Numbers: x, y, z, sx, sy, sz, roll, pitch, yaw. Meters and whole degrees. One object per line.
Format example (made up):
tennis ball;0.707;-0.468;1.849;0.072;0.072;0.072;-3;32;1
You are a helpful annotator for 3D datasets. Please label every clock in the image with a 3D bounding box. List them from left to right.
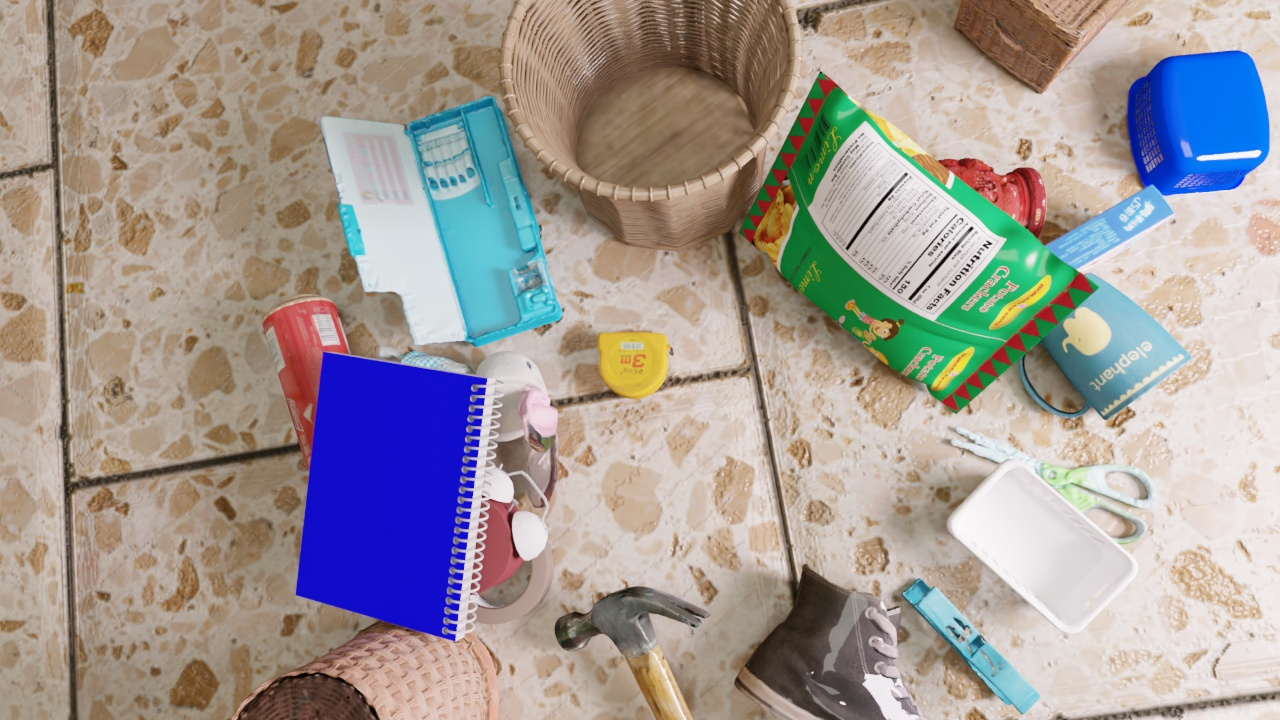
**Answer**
clock;-0.131;0.145;0.767;0.124;0.044;0.087;-41;79;8

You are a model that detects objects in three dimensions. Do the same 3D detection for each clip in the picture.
clip;0.265;0.227;0.723;0.028;0.113;0.127;-43;91;1

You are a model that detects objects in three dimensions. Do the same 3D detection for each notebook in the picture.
notebook;-0.199;0.107;0.751;0.172;0.022;0.209;8;93;22

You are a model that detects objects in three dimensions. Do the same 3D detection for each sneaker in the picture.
sneaker;0.206;0.264;0.726;0.235;0.095;0.120;26;84;18

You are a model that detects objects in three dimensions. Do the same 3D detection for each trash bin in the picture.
trash bin;-0.206;0.279;0.708;0.151;0.210;0.151;-1;80;6

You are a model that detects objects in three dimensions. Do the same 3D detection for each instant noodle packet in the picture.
instant noodle packet;0.205;-0.085;0.742;0.253;0.196;0.090;42;59;12

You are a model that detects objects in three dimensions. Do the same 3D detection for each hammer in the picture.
hammer;0.053;0.339;0.744;0.132;0.033;0.330;-30;82;26

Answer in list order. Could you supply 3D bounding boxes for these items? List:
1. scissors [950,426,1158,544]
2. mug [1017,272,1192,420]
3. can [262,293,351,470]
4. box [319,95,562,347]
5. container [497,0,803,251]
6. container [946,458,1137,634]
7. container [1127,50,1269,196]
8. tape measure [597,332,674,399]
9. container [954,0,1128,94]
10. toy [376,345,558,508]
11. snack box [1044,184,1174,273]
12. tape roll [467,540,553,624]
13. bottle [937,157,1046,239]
scissors;0.344;0.100;0.775;0.175;0.033;0.072;21;86;14
mug;0.371;-0.006;0.763;0.112;0.084;0.104;-45;70;26
can;-0.289;0.026;0.835;0.067;0.067;0.170;-22;78;2
box;-0.184;-0.124;0.848;0.180;0.074;0.227;-13;78;-20
container;0.016;-0.211;0.775;0.227;0.196;0.226;-1;80;6
container;0.321;0.148;0.746;0.129;0.049;0.081;43;97;12
container;0.482;-0.207;0.790;0.096;0.058;0.114;-4;80;6
tape measure;-0.005;0.005;0.824;0.068;0.030;0.059;-1;80;9
container;0.383;-0.347;0.799;0.198;0.113;0.114;-44;78;-2
toy;-0.147;0.032;0.819;0.205;0.131;0.105;22;52;18
snack box;0.355;-0.083;0.768;0.154;0.088;0.033;-30;79;0
tape roll;-0.125;0.182;0.806;0.094;0.030;0.093;-1;80;6
bottle;0.278;-0.123;0.788;0.111;0.099;0.099;0;80;-4
